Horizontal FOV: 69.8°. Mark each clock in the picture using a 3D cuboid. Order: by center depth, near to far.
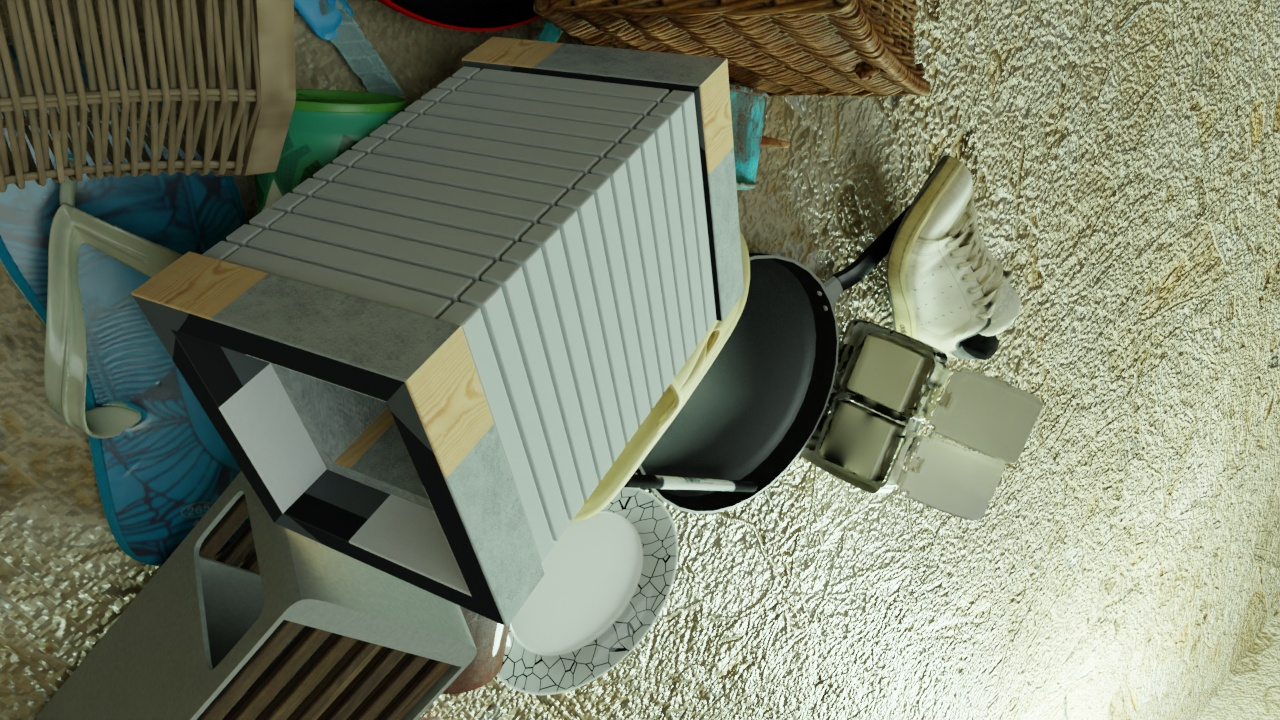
[{"bbox_3d":[0.005,-0.141,0.582,0.157,0.121,0.073,0,105,-32],"label":"clock"}]

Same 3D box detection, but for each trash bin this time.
[{"bbox_3d":[-0.068,-0.034,0.447,0.246,0.143,0.143,-53,146,-38],"label":"trash bin"},{"bbox_3d":[-0.219,0.182,0.509,0.229,0.114,0.114,-48,133,9],"label":"trash bin"}]

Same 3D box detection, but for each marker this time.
[{"bbox_3d":[0.042,0.100,0.746,0.152,0.011,0.011,10,103,-41],"label":"marker"}]

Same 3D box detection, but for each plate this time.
[{"bbox_3d":[-0.048,0.185,0.750,0.188,0.016,0.189,-16,118,-33],"label":"plate"}]

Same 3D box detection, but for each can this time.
[{"bbox_3d":[-0.164,-0.070,0.501,0.082,0.083,0.144,-11,115,-35],"label":"can"}]

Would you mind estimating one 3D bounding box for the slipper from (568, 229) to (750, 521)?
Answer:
[{"bbox_3d":[-0.004,0.004,0.642,0.111,0.079,0.261,28,95,-14],"label":"slipper"}]

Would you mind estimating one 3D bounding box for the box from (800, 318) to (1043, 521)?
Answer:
[{"bbox_3d":[0.244,0.057,0.825,0.065,0.186,0.145,-3,117,-67],"label":"box"}]

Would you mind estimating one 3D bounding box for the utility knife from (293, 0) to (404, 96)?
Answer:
[{"bbox_3d":[-0.184,-0.214,0.470,0.031,0.015,0.196,-42,131,-10],"label":"utility knife"}]

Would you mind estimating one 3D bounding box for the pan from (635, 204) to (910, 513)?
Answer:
[{"bbox_3d":[0.123,-0.024,0.782,0.355,0.034,0.225,-44,130,-15],"label":"pan"}]

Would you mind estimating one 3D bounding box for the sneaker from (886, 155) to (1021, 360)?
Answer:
[{"bbox_3d":[0.281,-0.071,0.803,0.088,0.102,0.242,-52,150,-18],"label":"sneaker"}]

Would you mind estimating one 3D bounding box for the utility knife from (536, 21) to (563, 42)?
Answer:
[{"bbox_3d":[-0.064,-0.174,0.539,0.118,0.015,0.022,-48,-174,40],"label":"utility knife"}]

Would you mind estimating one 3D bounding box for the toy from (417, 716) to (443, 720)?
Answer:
[{"bbox_3d":[-0.194,0.298,0.660,0.102,0.050,0.093,-55,135,-1],"label":"toy"}]

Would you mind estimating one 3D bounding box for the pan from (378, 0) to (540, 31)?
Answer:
[{"bbox_3d":[-0.147,-0.295,0.427,0.355,0.067,0.209,14,100,-41],"label":"pan"}]

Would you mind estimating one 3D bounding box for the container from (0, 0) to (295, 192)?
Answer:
[{"bbox_3d":[-0.247,-0.144,0.307,0.195,0.227,0.227,-17,119,-34],"label":"container"}]

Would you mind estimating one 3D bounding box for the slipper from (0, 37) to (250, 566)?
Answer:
[{"bbox_3d":[-0.250,-0.012,0.476,0.118,0.060,0.295,-20,120,-35],"label":"slipper"}]

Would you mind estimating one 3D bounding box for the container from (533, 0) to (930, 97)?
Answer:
[{"bbox_3d":[0.074,-0.257,0.516,0.249,0.162,0.183,-15,112,-64],"label":"container"}]

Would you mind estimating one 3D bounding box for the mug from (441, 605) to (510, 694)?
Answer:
[{"bbox_3d":[-0.144,0.155,0.622,0.123,0.096,0.110,10,101,-8],"label":"mug"}]
